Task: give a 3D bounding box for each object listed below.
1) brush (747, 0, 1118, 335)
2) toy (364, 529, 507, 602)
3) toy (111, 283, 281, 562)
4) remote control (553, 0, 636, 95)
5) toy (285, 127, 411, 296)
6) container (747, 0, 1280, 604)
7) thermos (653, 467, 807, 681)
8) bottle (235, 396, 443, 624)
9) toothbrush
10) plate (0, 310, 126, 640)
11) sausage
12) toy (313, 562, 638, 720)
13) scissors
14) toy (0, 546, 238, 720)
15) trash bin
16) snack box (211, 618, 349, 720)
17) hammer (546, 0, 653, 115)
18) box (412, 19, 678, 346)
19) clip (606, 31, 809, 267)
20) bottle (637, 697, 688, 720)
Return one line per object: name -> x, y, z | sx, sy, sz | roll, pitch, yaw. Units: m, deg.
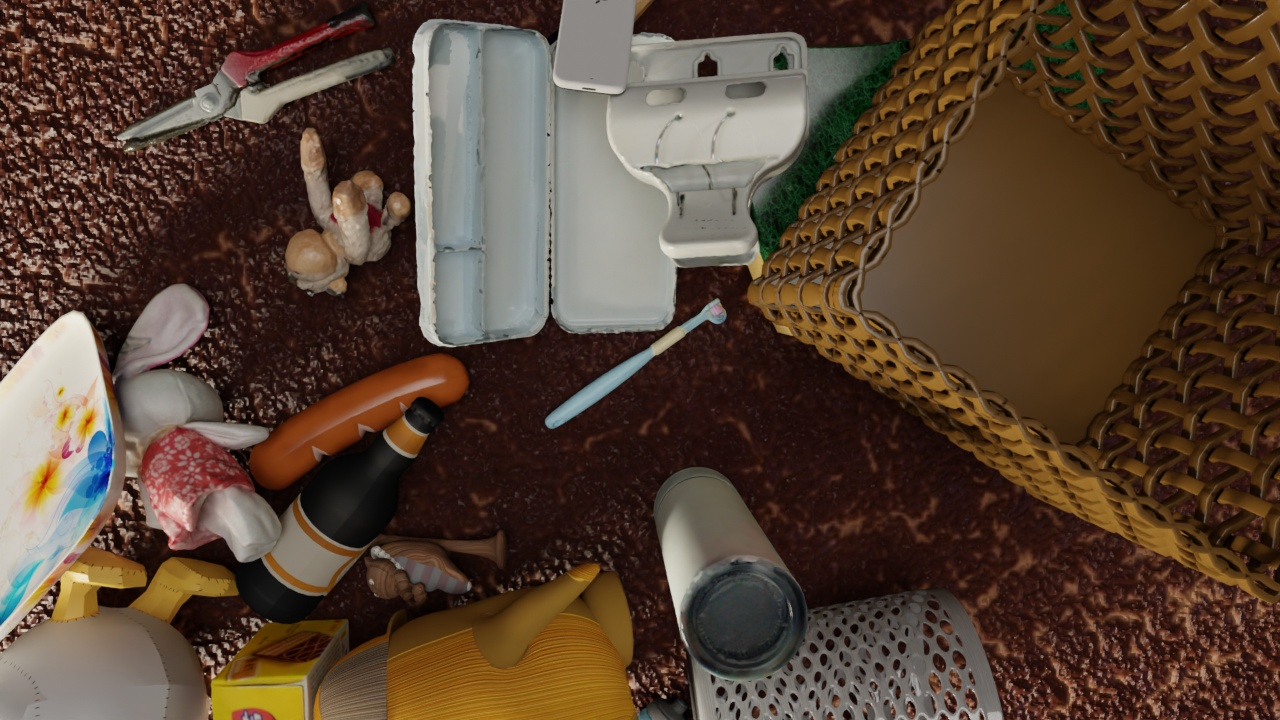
brush -> 0.190, -0.134, 0.636 | 0.250, 0.075, 0.195 | -12, 95, -3
toy -> -0.149, 0.145, 0.651 | 0.102, 0.054, 0.042 | 4, 134, 2
toy -> -0.309, 0.053, 0.608 | 0.194, 0.084, 0.159 | 40, 93, 20
remote control -> -0.025, -0.230, 0.581 | 0.045, 0.008, 0.146 | 6, 67, -3
toy -> -0.211, -0.091, 0.624 | 0.085, 0.074, 0.106 | 44, 114, 24
container -> 0.235, -0.055, 0.498 | 0.251, 0.214, 0.219 | 33, 92, -6
thermos -> 0.047, 0.120, 0.570 | 0.068, 0.230, 0.068 | 0, 95, -3
bottle -> -0.198, 0.097, 0.625 | 0.059, 0.059, 0.182 | 41, 100, -6
toothbrush -> -0.004, 0.004, 0.665 | 0.155, 0.016, 0.022 | -34, 134, -1
plate -> -0.390, 0.077, 0.586 | 0.187, 0.016, 0.187 | -44, 54, 11
sausage -> -0.198, 0.039, 0.644 | 0.164, 0.039, 0.044 | -27, 103, -1
toy -> -0.109, 0.222, 0.611 | 0.203, 0.162, 0.199 | -5, 118, -14
scissors -> -0.267, -0.195, 0.633 | 0.188, 0.015, 0.146 | 10, 95, -4
toy -> -0.360, 0.255, 0.588 | 0.247, 0.141, 0.267 | 7, 77, 32
trash bin -> 0.129, 0.246, 0.626 | 0.183, 0.156, 0.156 | -7, 95, -1
snack box -> -0.240, 0.234, 0.623 | 0.061, 0.106, 0.083 | -1, 95, -3
hammer -> -0.019, -0.239, 0.634 | 0.328, 0.039, 0.131 | -44, 95, 1
box -> -0.059, -0.115, 0.614 | 0.192, 0.061, 0.210 | -9, 109, -27
clip -> 0.042, -0.130, 0.567 | 0.125, 0.074, 0.143 | -1, 86, 12
bottle -> -0.008, 0.302, 0.677 | 0.040, 0.040, 0.130 | 38, 91, -6
